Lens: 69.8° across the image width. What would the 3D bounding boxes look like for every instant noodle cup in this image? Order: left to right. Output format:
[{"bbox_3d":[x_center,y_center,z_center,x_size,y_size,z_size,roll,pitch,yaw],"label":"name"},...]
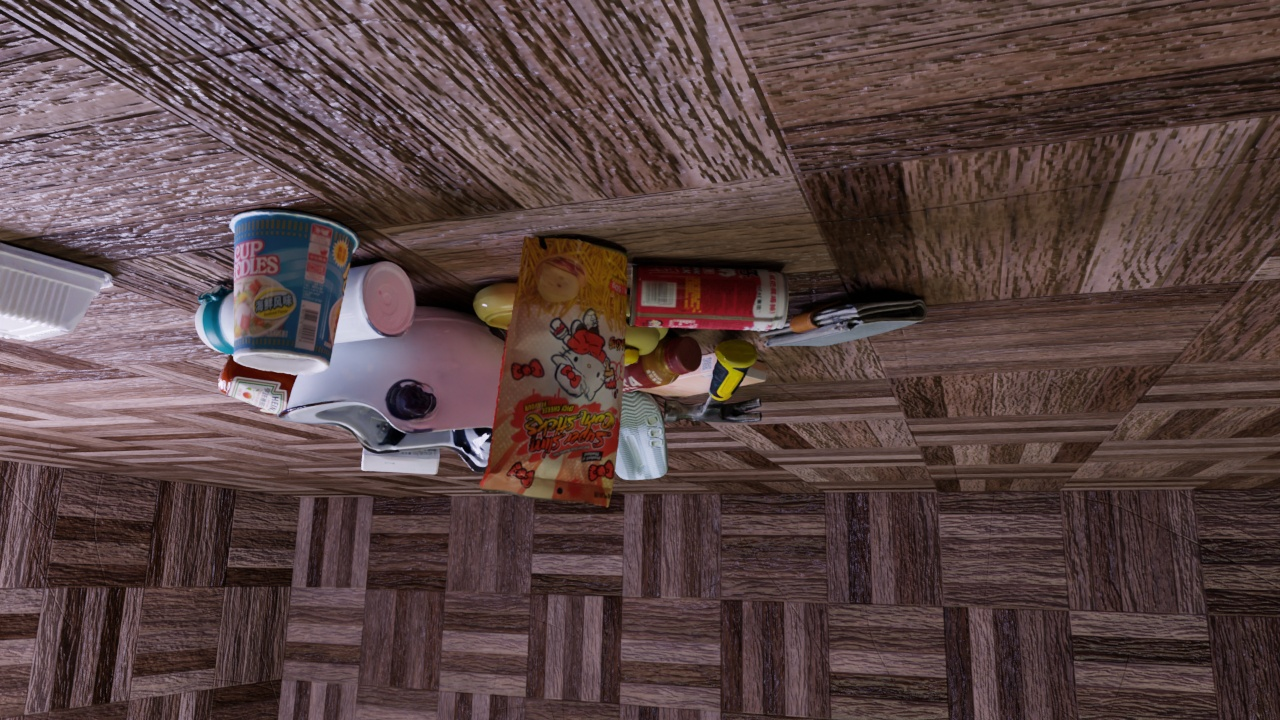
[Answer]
[{"bbox_3d":[-0.584,-0.062,0.810,0.138,0.060,0.173,-7,163,32],"label":"instant noodle cup"},{"bbox_3d":[-0.275,-0.049,0.720,0.099,0.109,0.099,1,166,0],"label":"instant noodle cup"}]

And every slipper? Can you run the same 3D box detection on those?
[{"bbox_3d":[-0.068,-0.024,0.878,0.190,0.081,0.092,9,168,-19],"label":"slipper"},{"bbox_3d":[-0.012,0.093,1.299,0.104,0.074,0.246,-8,144,8],"label":"slipper"}]

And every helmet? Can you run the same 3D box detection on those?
[{"bbox_3d":[-0.218,0.020,0.934,0.258,0.145,0.229,14,164,-16],"label":"helmet"}]

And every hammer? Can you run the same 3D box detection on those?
[{"bbox_3d":[0.100,0.033,1.092,0.126,0.031,0.324,2,165,-1],"label":"hammer"}]

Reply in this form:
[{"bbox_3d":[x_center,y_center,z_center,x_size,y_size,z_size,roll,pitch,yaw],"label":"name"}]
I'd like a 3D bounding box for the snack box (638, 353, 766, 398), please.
[{"bbox_3d":[0.072,0.020,1.165,0.084,0.026,0.158,14,161,-42],"label":"snack box"}]

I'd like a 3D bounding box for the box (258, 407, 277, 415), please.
[{"bbox_3d":[-0.429,0.057,1.259,0.092,0.077,0.168,-11,162,41],"label":"box"}]

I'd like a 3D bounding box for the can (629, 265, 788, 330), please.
[{"bbox_3d":[0.058,-0.054,0.791,0.133,0.053,0.053,2,167,-3],"label":"can"}]

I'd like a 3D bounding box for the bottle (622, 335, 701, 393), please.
[{"bbox_3d":[-0.006,0.006,1.046,0.057,0.057,0.175,13,162,-42],"label":"bottle"}]

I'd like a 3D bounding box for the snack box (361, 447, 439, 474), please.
[{"bbox_3d":[-0.282,0.074,1.088,0.084,0.156,0.027,5,123,-15],"label":"snack box"}]

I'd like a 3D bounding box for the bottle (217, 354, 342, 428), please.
[{"bbox_3d":[-0.419,0.050,1.151,0.206,0.059,0.060,24,161,-13],"label":"bottle"}]

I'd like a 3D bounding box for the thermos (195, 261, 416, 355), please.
[{"bbox_3d":[-0.316,-0.046,0.842,0.225,0.073,0.073,-5,166,27],"label":"thermos"}]

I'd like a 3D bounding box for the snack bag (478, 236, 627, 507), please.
[{"bbox_3d":[-0.061,0.010,0.743,0.128,0.207,0.073,14,167,-40],"label":"snack bag"}]

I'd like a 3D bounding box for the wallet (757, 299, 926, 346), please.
[{"bbox_3d":[0.191,-0.038,0.887,0.106,0.037,0.130,-2,173,-36],"label":"wallet"}]
